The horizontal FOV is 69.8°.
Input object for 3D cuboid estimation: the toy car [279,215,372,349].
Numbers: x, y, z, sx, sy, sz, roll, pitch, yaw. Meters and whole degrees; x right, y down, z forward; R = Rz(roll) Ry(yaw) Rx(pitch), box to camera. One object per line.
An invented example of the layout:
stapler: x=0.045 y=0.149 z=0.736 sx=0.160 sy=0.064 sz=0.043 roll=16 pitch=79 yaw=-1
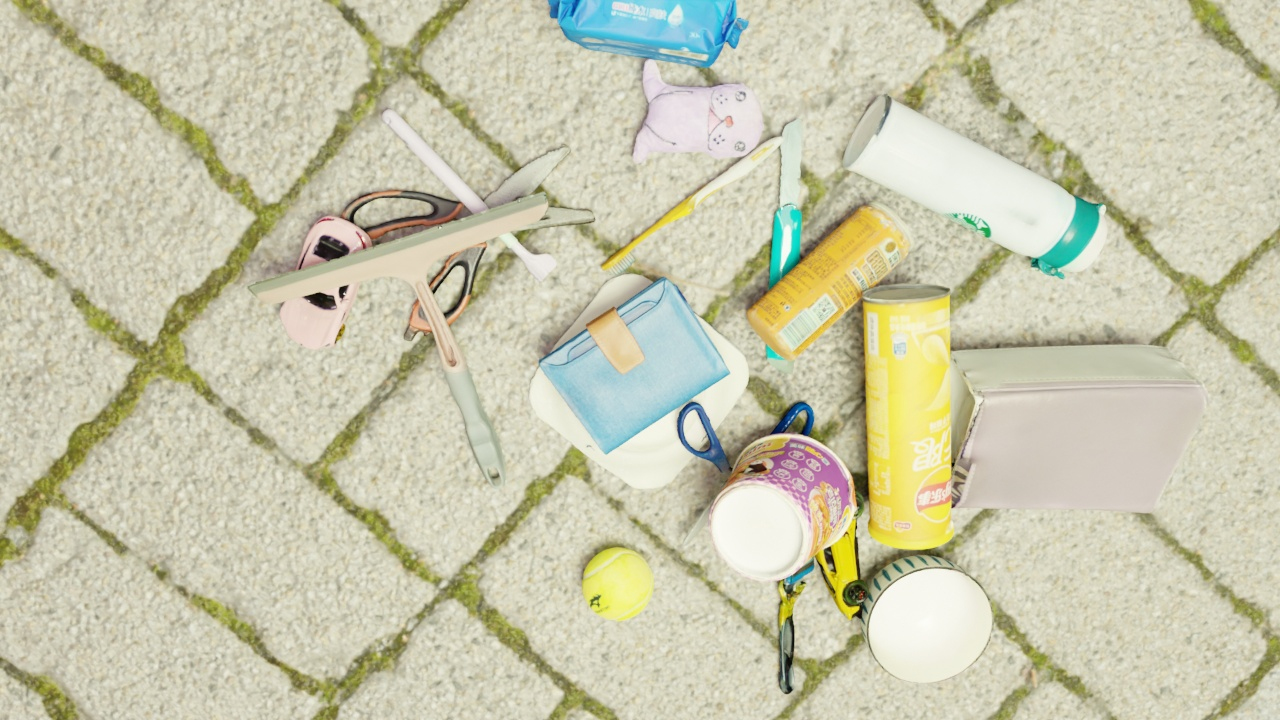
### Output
toy car: x=-0.267 y=-0.063 z=0.774 sx=0.056 sy=0.037 sz=0.122 roll=27 pitch=110 yaw=0

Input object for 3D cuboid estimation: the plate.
plate: x=0.000 y=0.024 z=0.813 sx=0.164 sy=0.034 sz=0.164 roll=37 pitch=98 yaw=-8

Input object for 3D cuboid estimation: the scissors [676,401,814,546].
scissors: x=0.086 y=0.096 z=0.826 sx=0.162 sy=0.012 sz=0.173 roll=39 pitch=92 yaw=-28

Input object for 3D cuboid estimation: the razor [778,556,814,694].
razor: x=0.142 y=0.253 z=0.875 sx=0.042 sy=0.022 sz=0.143 roll=-14 pitch=112 yaw=-45

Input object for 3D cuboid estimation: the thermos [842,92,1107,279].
thermos: x=0.284 y=-0.141 z=0.772 sx=0.224 sy=0.073 sz=0.073 roll=25 pitch=100 yaw=-8

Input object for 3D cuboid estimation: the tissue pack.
tissue pack: x=0.004 y=-0.269 z=0.720 sx=0.157 sy=0.095 sz=0.052 roll=8 pitch=100 yaw=-2

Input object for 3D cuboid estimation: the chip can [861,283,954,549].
chip can: x=0.222 y=0.046 z=0.764 sx=0.072 sy=0.072 sz=0.213 roll=-6 pitch=104 yaw=-1

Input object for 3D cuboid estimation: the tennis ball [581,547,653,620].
tennis ball: x=-0.021 y=0.203 z=0.833 sx=0.065 sy=0.065 sz=0.065 roll=0 pitch=102 yaw=-2

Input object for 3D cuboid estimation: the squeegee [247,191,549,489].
squeegee: x=-0.163 y=0.004 z=0.790 sx=0.247 sy=0.040 sz=0.250 roll=-17 pitch=116 yaw=0

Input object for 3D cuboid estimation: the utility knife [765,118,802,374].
utility knife: x=0.128 y=-0.096 z=0.802 sx=0.029 sy=0.013 sz=0.223 roll=1 pitch=104 yaw=-2

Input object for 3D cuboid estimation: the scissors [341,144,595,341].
scissors: x=-0.153 y=-0.111 z=0.788 sx=0.189 sy=0.015 sz=0.227 roll=29 pitch=98 yaw=-8

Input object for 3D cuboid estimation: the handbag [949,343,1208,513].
handbag: x=0.360 y=0.062 z=0.802 sx=0.197 sy=0.098 sz=0.145 roll=-1 pitch=119 yaw=-3

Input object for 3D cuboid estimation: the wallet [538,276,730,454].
wallet: x=-0.005 y=0.005 z=0.772 sx=0.133 sy=0.040 sz=0.106 roll=-33 pitch=105 yaw=4

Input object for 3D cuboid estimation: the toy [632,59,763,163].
toy: x=0.050 y=-0.203 z=0.763 sx=0.108 sy=0.039 sz=0.084 roll=4 pitch=107 yaw=-2

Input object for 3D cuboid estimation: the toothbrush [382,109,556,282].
toothbrush: x=-0.144 y=-0.139 z=0.765 sx=0.189 sy=0.021 sz=0.029 roll=45 pitch=125 yaw=-6

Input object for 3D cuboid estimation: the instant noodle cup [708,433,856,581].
instant noodle cup: x=0.111 y=0.124 z=0.757 sx=0.112 sy=0.099 sz=0.111 roll=5 pitch=103 yaw=25

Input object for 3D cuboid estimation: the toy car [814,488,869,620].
toy car: x=0.177 y=0.162 z=0.830 sx=0.041 sy=0.071 sz=0.156 roll=-9 pitch=103 yaw=-2

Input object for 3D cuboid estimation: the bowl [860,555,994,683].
bowl: x=0.257 y=0.231 z=0.850 sx=0.116 sy=0.066 sz=0.116 roll=-1 pitch=102 yaw=-3

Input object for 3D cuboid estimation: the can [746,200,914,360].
can: x=0.160 y=-0.067 z=0.778 sx=0.146 sy=0.058 sz=0.058 roll=-42 pitch=101 yaw=-2

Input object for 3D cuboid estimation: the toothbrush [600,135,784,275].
toothbrush: x=0.046 y=-0.131 z=0.787 sx=0.191 sy=0.016 sz=0.018 roll=-35 pitch=113 yaw=8
